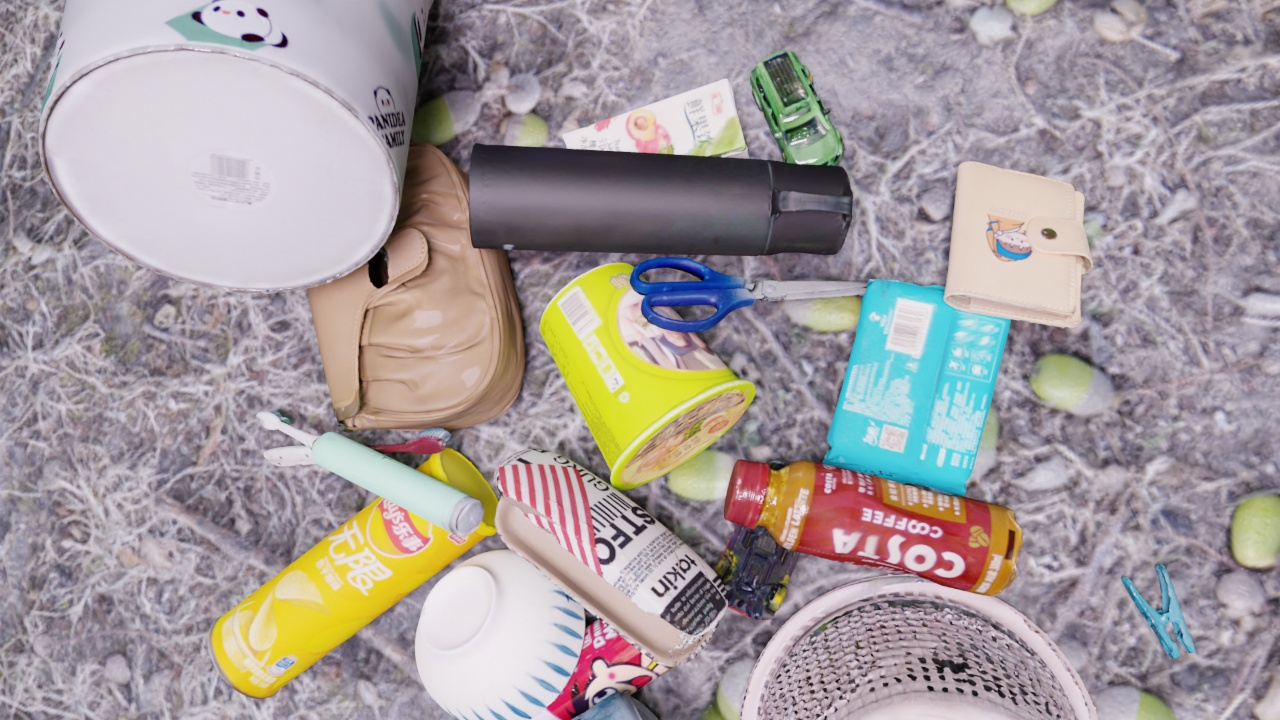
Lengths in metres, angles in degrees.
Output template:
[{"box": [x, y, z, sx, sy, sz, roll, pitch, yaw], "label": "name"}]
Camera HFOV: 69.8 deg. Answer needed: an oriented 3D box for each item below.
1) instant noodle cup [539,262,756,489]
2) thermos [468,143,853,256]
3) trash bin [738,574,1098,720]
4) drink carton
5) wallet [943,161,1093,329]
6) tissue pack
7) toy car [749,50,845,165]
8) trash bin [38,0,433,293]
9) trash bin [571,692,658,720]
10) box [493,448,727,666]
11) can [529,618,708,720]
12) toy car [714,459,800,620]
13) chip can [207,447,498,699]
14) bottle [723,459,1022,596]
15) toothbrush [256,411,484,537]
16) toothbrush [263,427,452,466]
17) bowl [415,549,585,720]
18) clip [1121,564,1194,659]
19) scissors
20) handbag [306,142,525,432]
[{"box": [-0.004, 0.004, 0.611, 0.112, 0.111, 0.123, -37, 69, 6], "label": "instant noodle cup"}, {"box": [0.013, -0.105, 0.593, 0.242, 0.090, 0.068, 1, 90, -3], "label": "thermos"}, {"box": [0.157, 0.242, 0.500, 0.228, 0.192, 0.227, -1, 83, 12], "label": "trash bin"}, {"box": [0.012, -0.151, 0.650, 0.122, 0.045, 0.053, -17, 85, 10], "label": "drink carton"}, {"box": [0.241, -0.075, 0.581, 0.087, 0.024, 0.115, 13, 57, 6], "label": "wallet"}, {"box": [0.178, 0.017, 0.593, 0.093, 0.050, 0.133, 14, 87, 11], "label": "tissue pack"}, {"box": [0.108, -0.172, 0.638, 0.043, 0.036, 0.091, -25, 83, 7], "label": "toy car"}, {"box": [-0.241, -0.194, 0.574, 0.230, 0.230, 0.251, -15, 55, 10], "label": "trash bin"}, {"box": [-0.037, 0.316, 0.537, 0.195, 0.227, 0.226, -39, 77, -8], "label": "trash bin"}, {"box": [-0.025, 0.125, 0.570, 0.163, 0.076, 0.088, 32, 123, 15], "label": "box"}, {"box": [-0.023, 0.202, 0.613, 0.133, 0.053, 0.053, -35, 78, 6], "label": "can"}, {"box": [0.085, 0.118, 0.610, 0.049, 0.031, 0.106, 22, 77, 9], "label": "toy car"}, {"box": [-0.201, 0.150, 0.648, 0.213, 0.072, 0.072, -36, 78, 6], "label": "chip can"}, {"box": [0.141, 0.100, 0.570, 0.175, 0.057, 0.057, 13, 86, 0], "label": "bottle"}, {"box": [-0.194, 0.070, 0.624, 0.225, 0.027, 0.026, 17, 103, 32], "label": "toothbrush"}, {"box": [-0.209, 0.063, 0.664, 0.188, 0.017, 0.016, -7, 123, 31], "label": "toothbrush"}, {"box": [-0.102, 0.174, 0.601, 0.117, 0.066, 0.116, -19, 48, 22], "label": "bowl"}, {"box": [0.321, 0.156, 0.565, 0.039, 0.014, 0.056, -22, 78, 10], "label": "clip"}, {"box": [0.074, -0.053, 0.610, 0.174, 0.012, 0.108, -23, 56, -33], "label": "scissors"}, {"box": [-0.167, -0.049, 0.649, 0.148, 0.100, 0.204, -21, 73, 10], "label": "handbag"}]
